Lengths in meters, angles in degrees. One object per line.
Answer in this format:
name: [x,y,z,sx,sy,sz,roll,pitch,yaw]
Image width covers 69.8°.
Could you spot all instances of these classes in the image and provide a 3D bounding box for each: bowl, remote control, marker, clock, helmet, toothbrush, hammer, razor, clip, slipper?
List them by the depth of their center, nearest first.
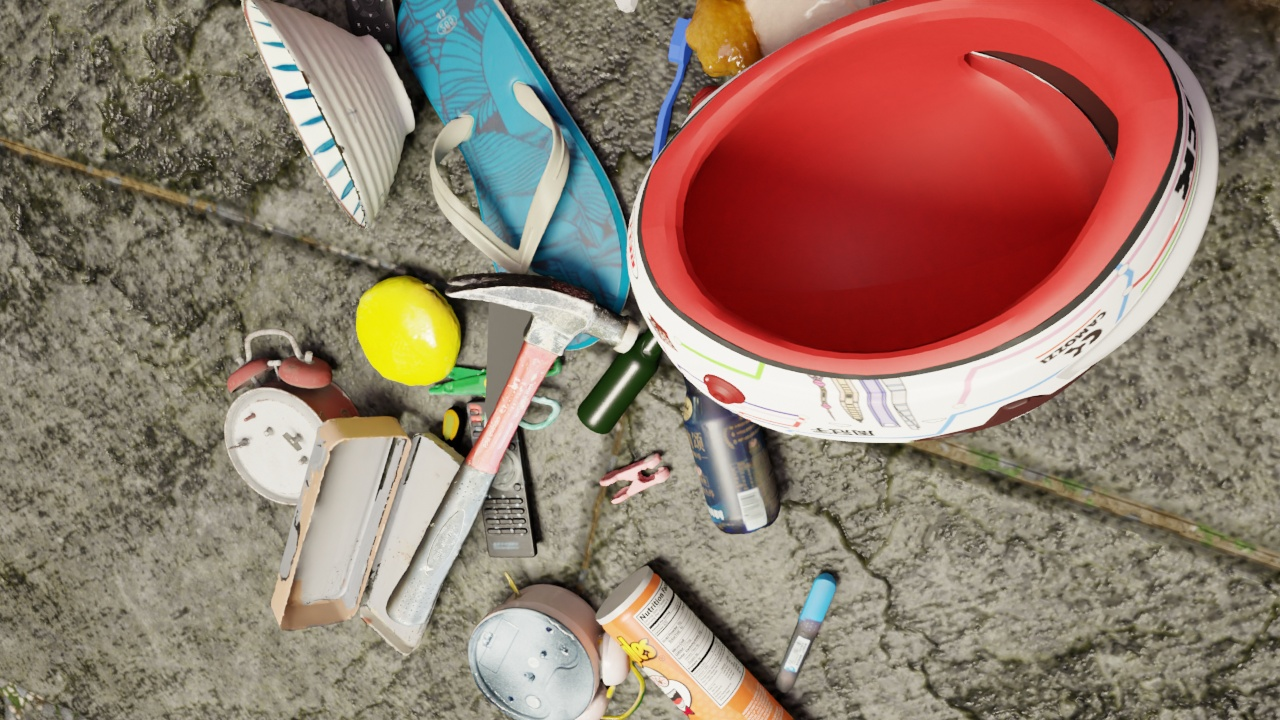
helmet: [0.150,-0.069,0.527,0.315,0.235,0.231,-9,79,34]
toothbrush: [0.012,-0.149,0.659,0.011,0.016,0.187,20,111,17]
remote control: [-0.201,-0.287,0.669,0.039,0.010,0.125,5,121,12]
bowl: [-0.214,-0.189,0.671,0.070,0.177,0.177,-30,100,-18]
slipper: [-0.095,-0.142,0.674,0.118,0.060,0.295,-22,101,18]
hammer: [-0.134,0.078,0.720,0.140,0.036,0.327,23,110,-16]
clip: [-0.008,0.090,0.748,0.059,0.022,0.039,-23,98,17]
marker: [0.135,0.225,0.754,0.018,0.015,0.123,18,115,7]
remote control: [-0.117,0.101,0.784,0.045,0.021,0.140,-3,102,16]
razor: [-0.172,0.104,0.800,0.044,0.021,0.144,26,115,25]
clock: [-0.311,0.051,0.802,0.110,0.061,0.157,-3,107,18]
clock: [-0.070,0.263,0.803,0.158,0.058,0.117,28,114,6]

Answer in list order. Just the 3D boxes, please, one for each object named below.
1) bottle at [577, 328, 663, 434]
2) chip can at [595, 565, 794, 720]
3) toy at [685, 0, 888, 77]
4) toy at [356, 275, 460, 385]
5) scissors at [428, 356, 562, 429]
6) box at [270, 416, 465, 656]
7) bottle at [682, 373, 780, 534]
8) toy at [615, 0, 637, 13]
bottle: [-0.004,0.004,0.710,0.033,0.033,0.123,38,114,2]
chip can: [0.056,0.269,0.765,0.210,0.062,0.062,47,114,-2]
toy: [0.111,-0.233,0.572,0.176,0.076,0.132,-22,72,22]
toy: [-0.191,-0.023,0.753,0.095,0.041,0.094,38,116,4]
scissors: [-0.122,0.029,0.757,0.132,0.013,0.078,-9,88,21]
box: [-0.230,0.160,0.790,0.094,0.121,0.217,47,124,44]
bottle: [0.063,0.052,0.693,0.056,0.056,0.161,-11,104,20]
toy: [-0.055,-0.296,0.607,0.158,0.067,0.123,3,108,11]
